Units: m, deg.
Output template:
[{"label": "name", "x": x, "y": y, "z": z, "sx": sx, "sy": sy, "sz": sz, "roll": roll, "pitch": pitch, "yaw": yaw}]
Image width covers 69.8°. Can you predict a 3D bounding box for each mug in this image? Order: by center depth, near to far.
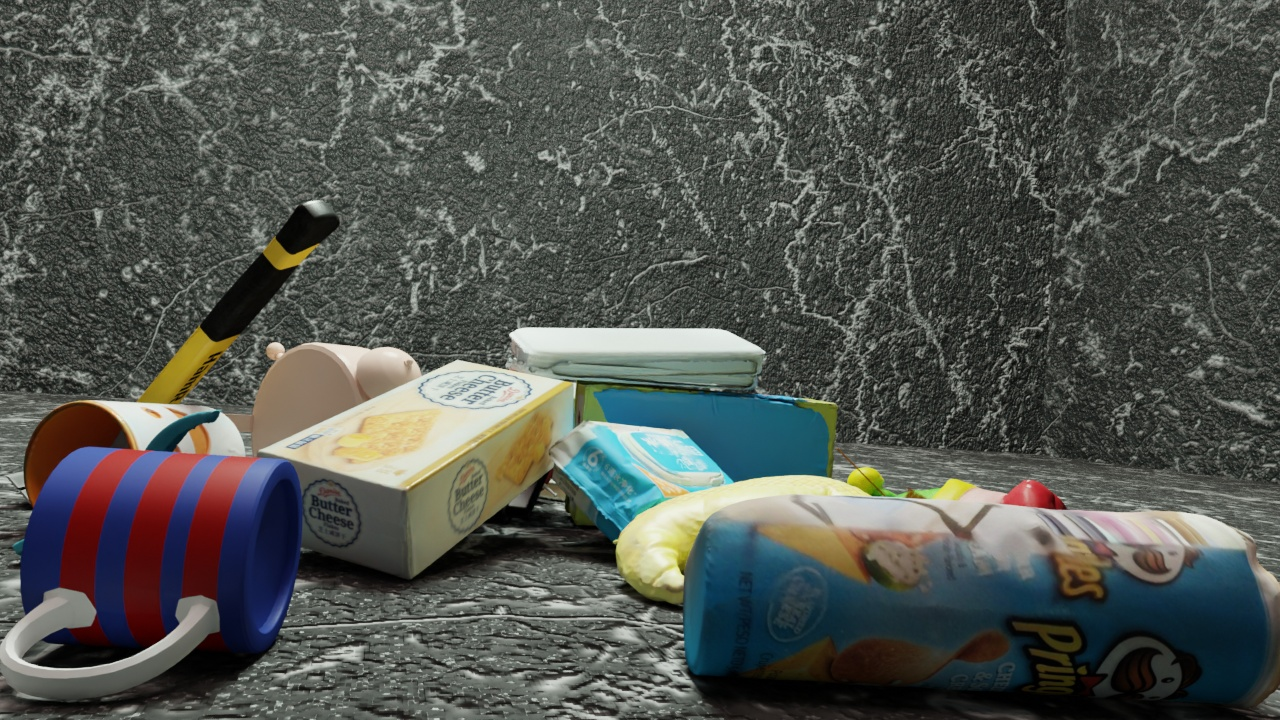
[{"label": "mug", "x": -0.180, "y": 0.081, "z": 0.341, "sx": 0.076, "sy": 0.075, "sz": 0.111, "roll": 4, "pitch": 24, "yaw": -5}, {"label": "mug", "x": -0.326, "y": 0.068, "z": 0.601, "sx": 0.082, "sy": 0.082, "sz": 0.105, "roll": 4, "pitch": -3, "yaw": 14}]

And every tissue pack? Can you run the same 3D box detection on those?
[{"label": "tissue pack", "x": 0.009, "y": 0.089, "z": 0.661, "sx": 0.093, "sy": 0.062, "sz": 0.144, "roll": 40, "pitch": 17, "yaw": 34}]

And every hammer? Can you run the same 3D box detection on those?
[{"label": "hammer", "x": -0.323, "y": -0.004, "z": 0.665, "sx": 0.325, "sy": 0.034, "sz": 0.169, "roll": -40, "pitch": 1, "yaw": 23}]

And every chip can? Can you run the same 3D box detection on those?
[{"label": "chip can", "x": 0.134, "y": 0.096, "z": 0.380, "sx": 0.229, "sy": 0.080, "sz": 0.080, "roll": 4, "pitch": -2, "yaw": -4}]

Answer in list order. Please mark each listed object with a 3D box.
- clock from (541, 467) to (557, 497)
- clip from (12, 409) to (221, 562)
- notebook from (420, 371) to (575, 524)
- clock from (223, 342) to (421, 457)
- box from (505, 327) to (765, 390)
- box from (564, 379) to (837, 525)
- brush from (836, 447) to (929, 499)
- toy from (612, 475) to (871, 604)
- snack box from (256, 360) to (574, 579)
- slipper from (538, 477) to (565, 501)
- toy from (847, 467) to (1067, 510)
[{"label": "clock", "x": -0.133, "y": 0.090, "z": 0.894, "sx": 0.125, "sy": 0.087, "sz": 0.044, "roll": 6, "pitch": -1, "yaw": 38}, {"label": "clip", "x": -0.250, "y": 0.086, "z": 0.493, "sx": 0.118, "sy": 0.120, "sz": 0.033, "roll": 38, "pitch": -7, "yaw": -10}, {"label": "notebook", "x": -0.184, "y": 0.068, "z": 0.801, "sx": 0.232, "sy": 0.019, "sz": 0.168, "roll": 4, "pitch": 38, "yaw": 14}, {"label": "clock", "x": -0.241, "y": 0.052, "z": 0.693, "sx": 0.161, "sy": 0.131, "sz": 0.086, "roll": 3, "pitch": -2, "yaw": 25}, {"label": "box", "x": -0.005, "y": -0.005, "z": 0.767, "sx": 0.213, "sy": 0.063, "sz": 0.118, "roll": 5, "pitch": 3, "yaw": -20}, {"label": "box", "x": 0.052, "y": 0.083, "z": 0.784, "sx": 0.221, "sy": 0.124, "sz": 0.079, "roll": 3, "pitch": 1, "yaw": -11}, {"label": "brush", "x": 0.165, "y": 0.094, "z": 0.519, "sx": 0.126, "sy": 0.017, "sz": 0.048, "roll": 45, "pitch": 1, "yaw": 4}, {"label": "toy", "x": 0.069, "y": 0.107, "z": 0.546, "sx": 0.170, "sy": 0.064, "sz": 0.154, "roll": -3, "pitch": 9, "yaw": 9}, {"label": "snack box", "x": -0.133, "y": 0.060, "z": 0.599, "sx": 0.104, "sy": 0.057, "sz": 0.207, "roll": 10, "pitch": 19, "yaw": 20}, {"label": "slipper", "x": -0.094, "y": 0.115, "z": 0.967, "sx": 0.273, "sy": 0.054, "sz": 0.114, "roll": 2, "pitch": 2, "yaw": 30}, {"label": "toy", "x": 0.211, "y": 0.107, "z": 0.606, "sx": 0.132, "sy": 0.096, "sz": 0.124, "roll": -19, "pitch": -21, "yaw": 31}]
